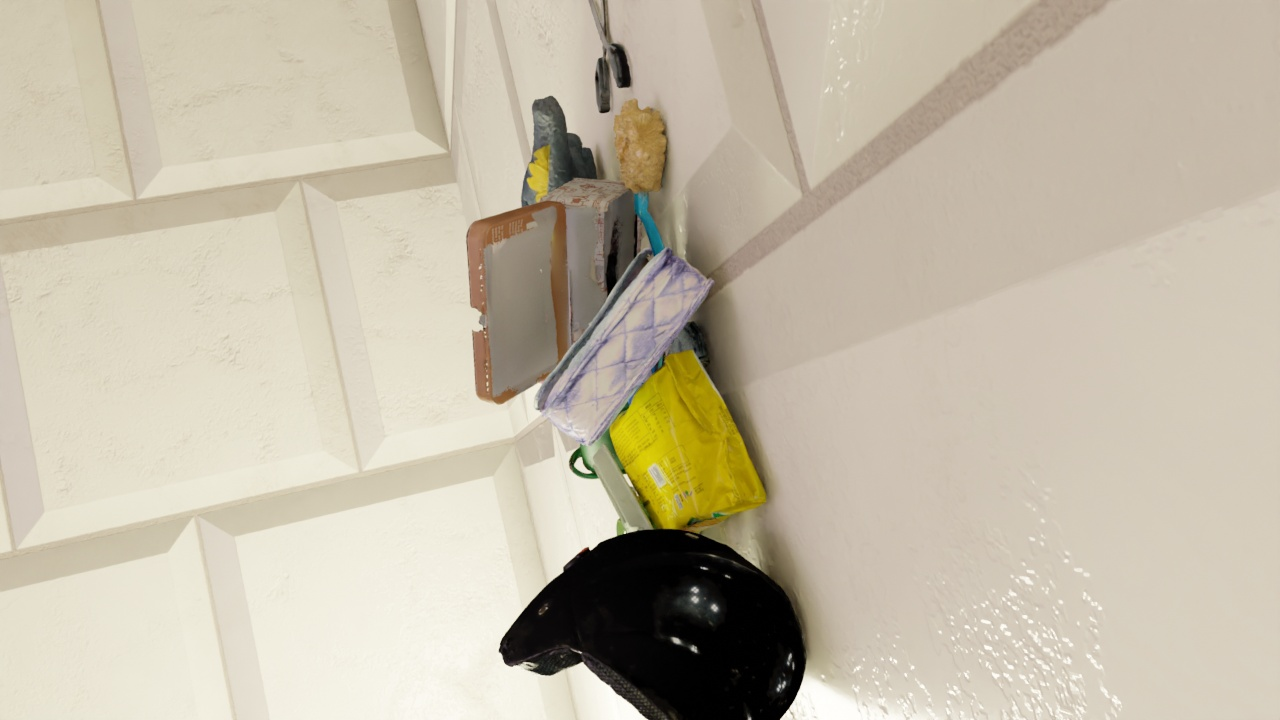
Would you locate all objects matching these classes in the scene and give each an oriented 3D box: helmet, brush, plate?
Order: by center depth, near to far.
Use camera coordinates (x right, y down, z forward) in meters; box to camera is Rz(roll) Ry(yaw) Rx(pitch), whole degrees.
[{"bbox_3d":[0.022,0.269,0.852,0.233,0.230,0.275,54,170,-10],"label":"helmet"},{"bbox_3d":[0.014,-0.138,0.938,0.083,0.045,0.255,-146,42,-66],"label":"brush"},{"bbox_3d":[0.001,0.202,1.062,0.230,0.027,0.230,62,175,10],"label":"plate"}]

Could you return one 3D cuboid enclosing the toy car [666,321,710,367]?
[{"bbox_3d":[0.045,0.003,0.937,0.106,0.031,0.049,102,150,-56],"label":"toy car"}]

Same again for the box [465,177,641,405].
[{"bbox_3d":[-0.077,-0.076,0.933,0.261,0.088,0.178,-49,-37,-63],"label":"box"}]

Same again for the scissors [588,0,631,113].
[{"bbox_3d":[-0.040,-0.355,1.005,0.159,0.014,0.177,-124,26,-55],"label":"scissors"}]

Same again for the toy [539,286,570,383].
[{"bbox_3d":[-0.100,-0.061,1.148,0.179,0.074,0.194,-10,61,39],"label":"toy"}]

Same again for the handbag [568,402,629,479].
[{"bbox_3d":[-0.038,0.085,1.148,0.131,0.120,0.068,89,162,-50],"label":"handbag"}]

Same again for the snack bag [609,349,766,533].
[{"bbox_3d":[0.037,0.096,0.912,0.158,0.068,0.247,62,162,11],"label":"snack bag"}]

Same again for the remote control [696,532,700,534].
[{"bbox_3d":[0.059,0.257,1.116,0.058,0.021,0.150,-130,31,-62],"label":"remote control"}]

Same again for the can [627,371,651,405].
[{"bbox_3d":[-0.006,0.006,1.095,0.134,0.053,0.053,-117,20,-47],"label":"can"}]

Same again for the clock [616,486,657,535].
[{"bbox_3d":[0.005,0.251,1.255,0.116,0.056,0.161,109,146,-64],"label":"clock"}]

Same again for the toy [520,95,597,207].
[{"bbox_3d":[-0.096,-0.206,1.128,0.356,0.091,0.138,61,-148,-86],"label":"toy"}]

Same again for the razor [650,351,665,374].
[{"bbox_3d":[-0.005,-0.005,1.034,0.143,0.022,0.042,6,88,60],"label":"razor"}]

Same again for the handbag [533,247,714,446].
[{"bbox_3d":[-0.019,-0.016,0.850,0.075,0.193,0.134,38,172,-3],"label":"handbag"}]
